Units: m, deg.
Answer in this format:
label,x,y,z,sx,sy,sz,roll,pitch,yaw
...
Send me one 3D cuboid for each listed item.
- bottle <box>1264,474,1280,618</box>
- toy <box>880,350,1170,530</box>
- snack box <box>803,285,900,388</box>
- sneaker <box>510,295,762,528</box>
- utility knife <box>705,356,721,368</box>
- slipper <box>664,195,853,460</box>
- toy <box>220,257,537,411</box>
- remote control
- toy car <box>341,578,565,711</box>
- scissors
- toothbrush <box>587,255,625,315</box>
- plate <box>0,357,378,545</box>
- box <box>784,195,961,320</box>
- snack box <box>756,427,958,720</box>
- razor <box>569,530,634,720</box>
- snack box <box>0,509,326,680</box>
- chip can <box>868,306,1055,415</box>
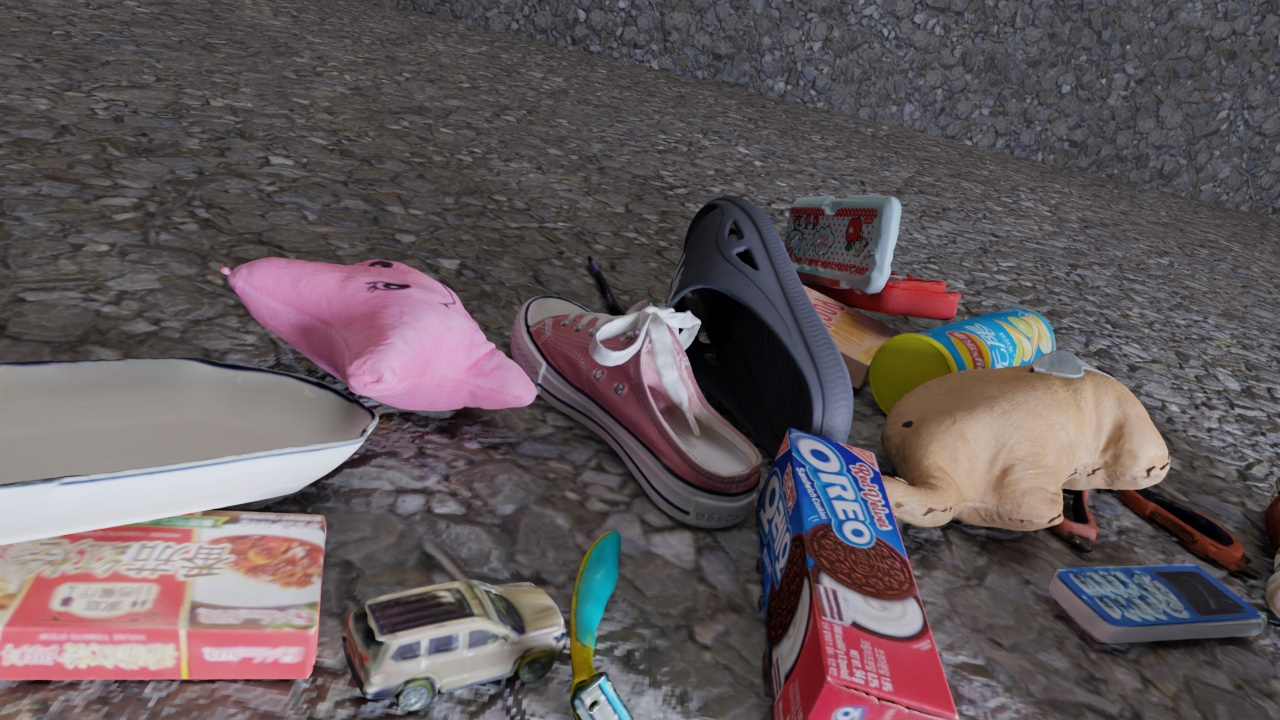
label,x,y,z,sx,sy,sz,roll,pitch,yaw
bottle,0.458,0.119,0.624,0.060,0.060,0.205,29,32,30
toy,0.222,0.058,0.596,0.225,0.082,0.143,-14,24,-21
snack box,0.134,-0.035,0.779,0.157,0.026,0.084,28,33,21
sneaker,-0.003,0.003,0.580,0.118,0.088,0.241,-4,31,-35
utility knife,0.078,0.007,0.715,0.178,0.019,0.031,7,30,-27
slipper,0.061,-0.030,0.644,0.083,0.111,0.267,0,38,-18
toy,-0.156,-0.018,0.542,0.178,0.075,0.194,18,10,-27
remote control,0.295,0.140,0.525,0.124,0.024,0.049,3,26,-21
toy car,-0.072,0.111,0.374,0.090,0.035,0.042,1,29,-34
scissors,0.334,0.091,0.669,0.188,0.015,0.225,0,26,-28
toothbrush,-0.029,-0.055,0.787,0.016,0.014,0.189,-6,28,-13
plate,-0.242,0.036,0.389,0.162,0.034,0.265,16,12,34
box,0.205,-0.095,0.835,0.094,0.100,0.201,5,7,-16
snack box,0.093,0.108,0.443,0.057,0.058,0.207,16,24,-2
razor,-0.017,0.115,0.401,0.028,0.043,0.132,-27,21,9
snack box,-0.204,0.088,0.358,0.152,0.025,0.075,6,24,-18
chip can,0.273,0.000,0.763,0.071,0.071,0.209,32,29,35
